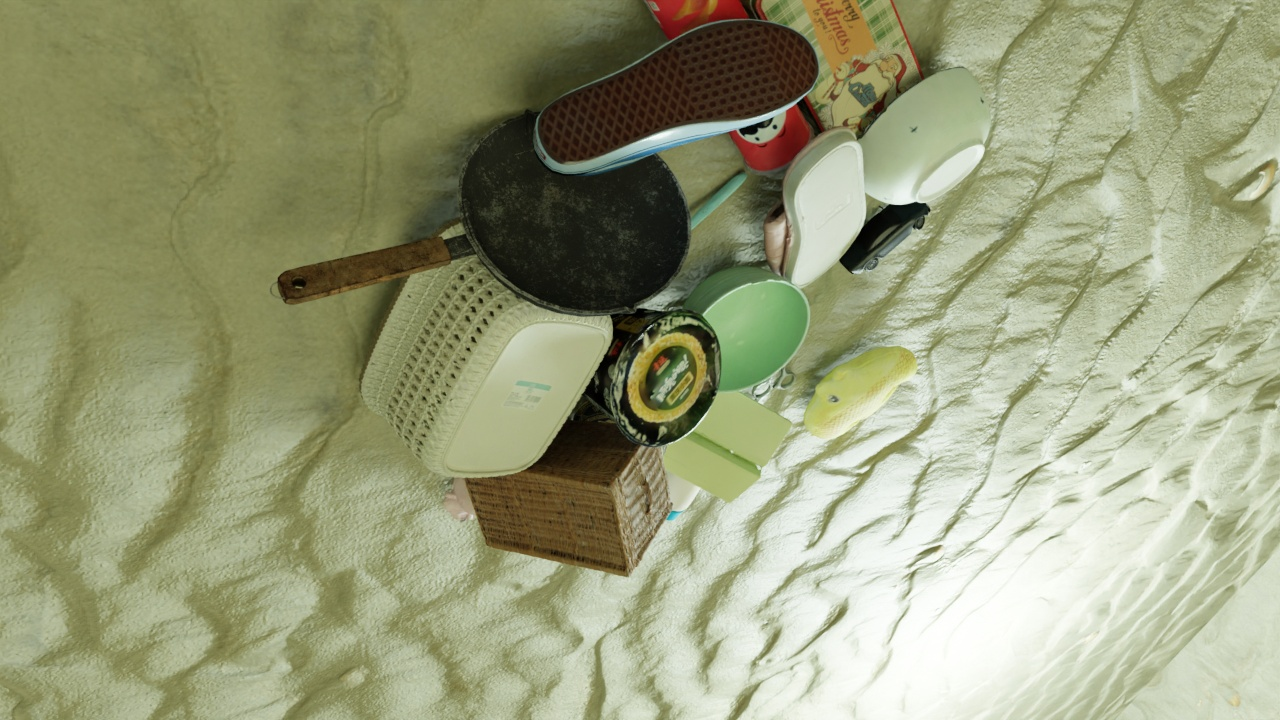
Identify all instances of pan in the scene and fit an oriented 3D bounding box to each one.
[{"bbox_3d":[-0.122,-0.099,0.754,0.356,0.207,0.040,-20,163,-25],"label":"pan"}]

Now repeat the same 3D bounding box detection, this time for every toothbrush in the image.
[{"bbox_3d":[0.040,-0.130,0.924,0.180,0.016,0.016,-42,127,-4],"label":"toothbrush"}]

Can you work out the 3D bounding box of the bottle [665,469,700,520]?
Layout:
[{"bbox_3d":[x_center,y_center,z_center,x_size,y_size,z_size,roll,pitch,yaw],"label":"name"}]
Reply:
[{"bbox_3d":[0.048,0.160,1.171,0.051,0.051,0.146,10,122,-34],"label":"bottle"}]

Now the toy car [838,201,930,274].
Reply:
[{"bbox_3d":[0.272,-0.144,1.033,0.112,0.046,0.034,-42,137,12],"label":"toy car"}]

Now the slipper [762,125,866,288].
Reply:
[{"bbox_3d":[0.174,-0.154,0.932,0.114,0.054,0.274,-37,159,-5],"label":"slipper"}]

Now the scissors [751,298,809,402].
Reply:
[{"bbox_3d":[0.166,-0.004,1.119,0.094,0.014,0.171,-21,137,-12],"label":"scissors"}]

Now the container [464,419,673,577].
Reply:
[{"bbox_3d":[-0.073,0.134,0.965,0.112,0.199,0.114,-46,132,-49],"label":"container"}]

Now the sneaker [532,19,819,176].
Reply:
[{"bbox_3d":[0.024,-0.215,0.765,0.241,0.098,0.083,-20,96,-5],"label":"sneaker"}]

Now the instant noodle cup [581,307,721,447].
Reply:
[{"bbox_3d":[-0.005,0.005,0.923,0.137,0.112,0.137,-14,114,-36],"label":"instant noodle cup"}]

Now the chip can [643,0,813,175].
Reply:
[{"bbox_3d":[0.075,-0.266,0.806,0.073,0.073,0.233,-38,134,6],"label":"chip can"}]

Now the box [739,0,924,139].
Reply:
[{"bbox_3d":[0.181,-0.297,0.852,0.118,0.050,0.205,-38,134,5],"label":"box"}]

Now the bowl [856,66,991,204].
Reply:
[{"bbox_3d":[0.290,-0.213,0.927,0.153,0.073,0.154,-29,160,-11],"label":"bowl"}]

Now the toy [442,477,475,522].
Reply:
[{"bbox_3d":[-0.174,0.138,1.039,0.110,0.047,0.063,-45,127,-8],"label":"toy"}]

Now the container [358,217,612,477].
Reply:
[{"bbox_3d":[-0.140,-0.006,0.864,0.184,0.143,0.247,4,126,-46],"label":"container"}]

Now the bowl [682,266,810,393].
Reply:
[{"bbox_3d":[0.102,-0.045,1.005,0.150,0.077,0.151,-15,133,-17],"label":"bowl"}]

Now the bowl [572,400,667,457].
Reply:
[{"bbox_3d":[-0.027,0.100,1.039,0.112,0.061,0.113,5,132,5],"label":"bowl"}]

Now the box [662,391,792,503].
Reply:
[{"bbox_3d":[0.070,0.084,1.080,0.187,0.044,0.141,31,109,-16],"label":"box"}]

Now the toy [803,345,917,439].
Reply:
[{"bbox_3d":[0.279,0.042,1.188,0.171,0.064,0.154,-44,146,22],"label":"toy"}]
